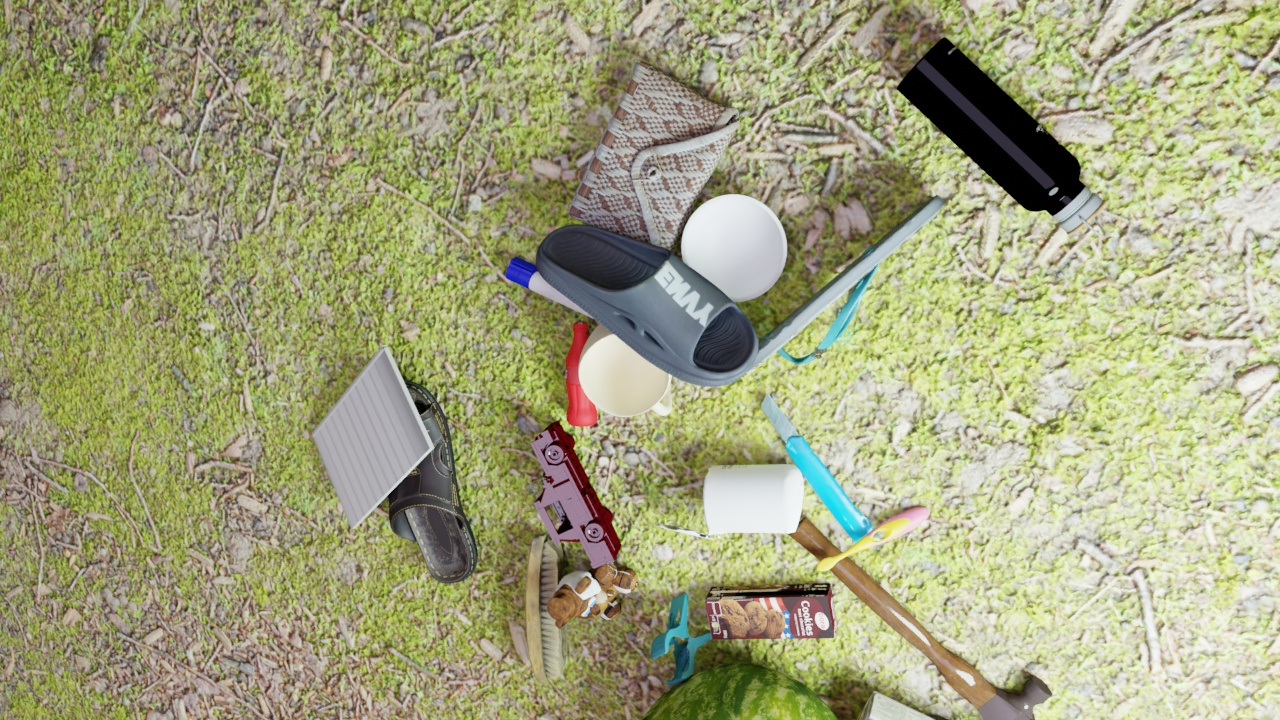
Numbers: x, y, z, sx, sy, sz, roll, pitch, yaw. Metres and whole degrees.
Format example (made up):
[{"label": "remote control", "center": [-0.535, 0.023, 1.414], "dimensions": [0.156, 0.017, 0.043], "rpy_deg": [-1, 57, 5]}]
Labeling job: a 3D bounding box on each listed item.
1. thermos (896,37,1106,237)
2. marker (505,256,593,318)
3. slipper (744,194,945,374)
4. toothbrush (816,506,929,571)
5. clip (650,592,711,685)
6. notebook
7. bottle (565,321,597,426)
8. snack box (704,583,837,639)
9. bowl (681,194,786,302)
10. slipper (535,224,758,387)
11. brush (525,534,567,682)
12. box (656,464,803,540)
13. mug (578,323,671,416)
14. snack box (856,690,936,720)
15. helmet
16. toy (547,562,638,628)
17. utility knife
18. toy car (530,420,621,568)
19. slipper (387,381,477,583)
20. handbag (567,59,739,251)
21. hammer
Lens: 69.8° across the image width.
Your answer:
[{"label": "thermos", "center": [0.342, -0.195, 0.845], "dimensions": [0.231, 0.061, 0.061], "rpy_deg": [45, 113, 4]}, {"label": "marker", "center": [-0.090, -0.079, 1.042], "dimensions": [0.133, 0.023, 0.027], "rpy_deg": [25, 124, 12]}, {"label": "slipper", "center": [0.200, -0.056, 0.910], "dimensions": [0.269, 0.098, 0.055], "rpy_deg": [-43, 86, 22]}, {"label": "toothbrush", "center": [0.249, 0.192, 0.985], "dimensions": [0.135, 0.016, 0.021], "rpy_deg": [-29, 80, 4]}, {"label": "clip", "center": [0.038, 0.307, 1.045], "dimensions": [0.028, 0.126, 0.113], "rpy_deg": [-35, 100, 23]}, {"label": "notebook", "center": [-0.336, 0.098, 1.132], "dimensions": [0.210, 0.009, 0.142], "rpy_deg": [-42, 69, 35]}, {"label": "bottle", "center": [-0.068, 0.015, 1.052], "dimensions": [0.036, 0.036, 0.119], "rpy_deg": [4, 104, 18]}, {"label": "snack box", "center": [0.149, 0.287, 1.049], "dimensions": [0.141, 0.031, 0.051], "rpy_deg": [-7, 101, 20]}, {"label": "bowl", "center": [0.102, -0.119, 0.958], "dimensions": [0.110, 0.040, 0.110], "rpy_deg": [5, 106, 18]}, {"label": "slipper", "center": [0.007, -0.078, 0.918], "dimensions": [0.268, 0.110, 0.083], "rpy_deg": [33, 145, 22]}, {"label": "brush", "center": [-0.115, 0.306, 1.130], "dimensions": [0.043, 0.059, 0.195], "rpy_deg": [1, 102, 7]}, {"label": "box", "center": [0.095, 0.159, 1.006], "dimensions": [0.166, 0.083, 0.092], "rpy_deg": [-1, 85, 21]}, {"label": "mug", "center": [-0.006, 0.006, 0.996], "dimensions": [0.096, 0.099, 0.120], "rpy_deg": [-37, 105, 17]}, {"label": "snack box", "center": [0.297, 0.451, 1.014], "dimensions": [0.143, 0.040, 0.148], "rpy_deg": [22, 127, 13]}, {"label": "helmet", "center": [0.106, 0.442, 0.991], "dimensions": [0.243, 0.247, 0.213], "rpy_deg": [-14, 88, 0]}, {"label": "toy", "center": [-0.062, 0.277, 1.079], "dimensions": [0.067, 0.112, 0.087], "rpy_deg": [37, 113, 19]}, {"label": "utility knife", "center": [0.194, 0.122, 1.000], "dimensions": [0.031, 0.015, 0.205], "rpy_deg": [-35, 95, 22]}, {"label": "toy car", "center": [-0.085, 0.160, 1.076], "dimensions": [0.062, 0.070, 0.170], "rpy_deg": [-26, 94, 11]}, {"label": "slipper", "center": [-0.272, 0.158, 1.137], "dimensions": [0.113, 0.075, 0.268], "rpy_deg": [-10, 100, 21]}, {"label": "handbag", "center": [0.011, -0.204, 0.965], "dimensions": [0.124, 0.046, 0.186], "rpy_deg": [32, 111, 10]}, {"label": "hammer", "center": [0.292, 0.293, 1.003], "dimensions": [0.323, 0.033, 0.115], "rpy_deg": [43, 111, 5]}]
